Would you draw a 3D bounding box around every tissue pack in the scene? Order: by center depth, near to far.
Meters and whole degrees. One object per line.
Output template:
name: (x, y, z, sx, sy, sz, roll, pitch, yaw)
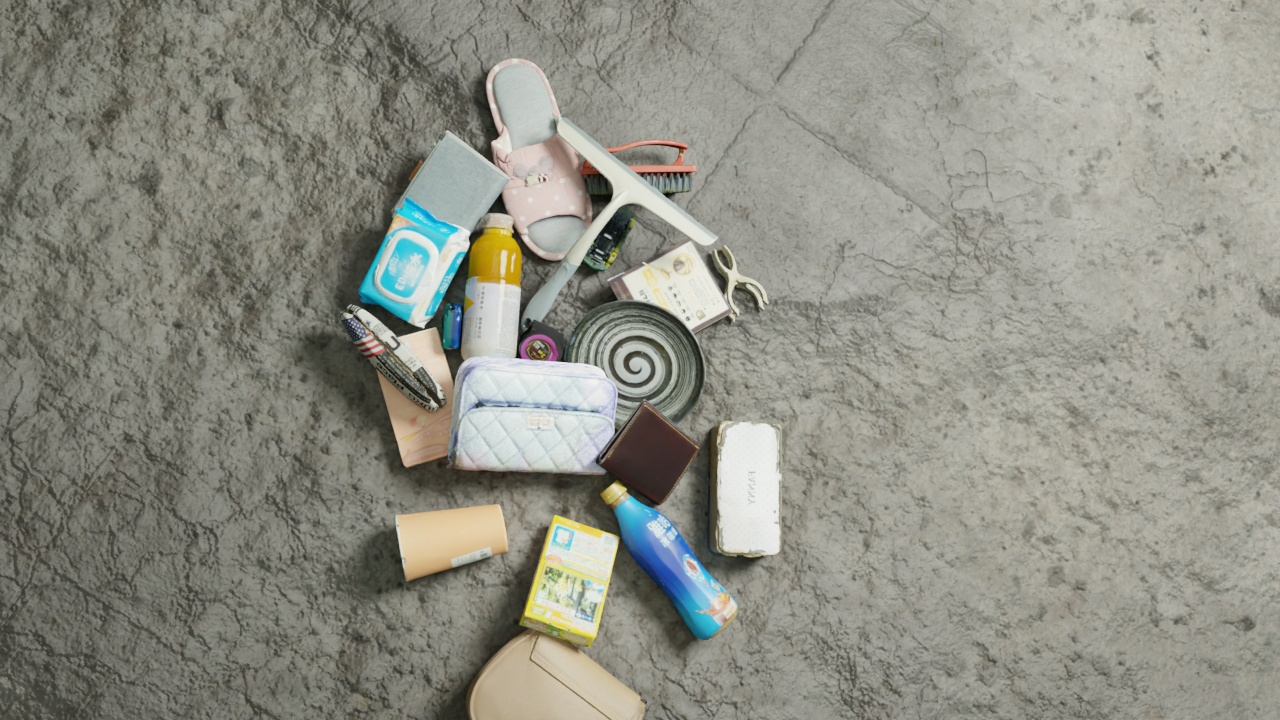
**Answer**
tissue pack: (-0.276, -0.116, 1.119, 0.090, 0.063, 0.140, 29, 97, 0)

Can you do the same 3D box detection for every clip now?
clip: (0.117, -0.094, 1.205, 0.103, 0.035, 0.092, 42, 77, 4)

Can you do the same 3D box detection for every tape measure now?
tape measure: (-0.233, -0.043, 1.133, 0.025, 0.054, 0.058, 5, 95, -9)
tape measure: (-0.124, -0.017, 1.147, 0.057, 0.039, 0.058, 25, 110, -13)

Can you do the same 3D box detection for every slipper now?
slipper: (-0.133, -0.263, 1.181, 0.114, 0.054, 0.274, -13, 85, -11)

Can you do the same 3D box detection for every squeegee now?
squeegee: (-0.078, -0.131, 1.133, 0.246, 0.039, 0.247, 40, 101, 7)

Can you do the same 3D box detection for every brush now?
brush: (-0.006, -0.249, 1.184, 0.145, 0.063, 0.069, -5, 99, -17)

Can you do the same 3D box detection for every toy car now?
toy car: (-0.042, -0.158, 1.189, 0.043, 0.036, 0.091, 29, 79, -2)

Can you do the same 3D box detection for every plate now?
plate: (-0.007, 0.007, 1.139, 0.179, 0.024, 0.180, 5, 112, 12)

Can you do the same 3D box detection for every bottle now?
bottle: (0.029, 0.239, 1.124, 0.065, 0.065, 0.218, -39, 89, -12)
bottle: (-0.182, -0.087, 1.137, 0.068, 0.068, 0.189, 4, 83, -8)

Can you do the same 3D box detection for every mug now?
mug: (-0.223, 0.211, 1.088, 0.122, 0.078, 0.078, -9, 83, -14)

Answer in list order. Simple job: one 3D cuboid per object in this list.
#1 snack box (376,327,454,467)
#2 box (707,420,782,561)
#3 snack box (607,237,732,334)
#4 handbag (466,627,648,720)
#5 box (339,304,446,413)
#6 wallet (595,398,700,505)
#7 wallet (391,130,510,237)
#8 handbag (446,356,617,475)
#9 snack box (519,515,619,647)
snack box: (-0.269, 0.045, 1.129, 0.084, 0.026, 0.157, -16, 84, -11)
box: (0.132, 0.168, 1.155, 0.089, 0.060, 0.184, 5, 83, -7)
snack box: (0.036, -0.079, 1.179, 0.125, 0.053, 0.113, -29, 87, -8)
handbag: (-0.097, 0.410, 1.066, 0.204, 0.100, 0.147, 39, 70, -1)
box: (-0.289, -0.004, 1.087, 0.164, 0.071, 0.057, 45, 54, -3)
wallet: (0.012, 0.115, 1.125, 0.122, 0.020, 0.096, 40, 82, -39)
wallet: (-0.242, -0.208, 1.155, 0.106, 0.037, 0.130, 38, 100, 0)
handbag: (-0.128, 0.070, 1.096, 0.193, 0.075, 0.134, 4, 105, -16)
snack box: (-0.082, 0.260, 1.088, 0.087, 0.034, 0.140, 19, 45, -5)
